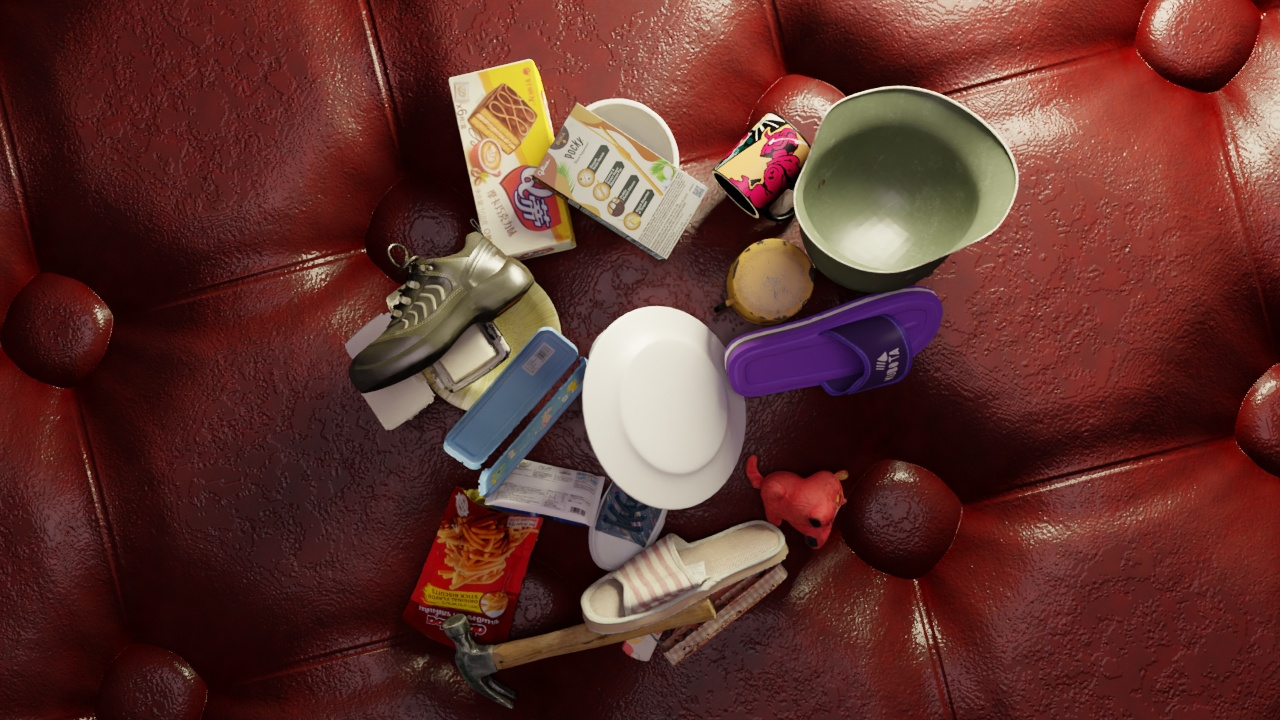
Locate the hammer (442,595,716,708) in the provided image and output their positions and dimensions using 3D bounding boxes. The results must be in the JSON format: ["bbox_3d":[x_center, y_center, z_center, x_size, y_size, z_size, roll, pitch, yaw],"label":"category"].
[{"bbox_3d":[-0.069,0.339,1.120,0.331,0.033,0.132,-16,103,12],"label":"hammer"}]

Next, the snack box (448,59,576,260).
[{"bbox_3d":[-0.156,-0.244,1.141,0.110,0.061,0.230,-12,90,1],"label":"snack box"}]

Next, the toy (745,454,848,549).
[{"bbox_3d":[0.193,0.159,1.140,0.133,0.088,0.093,34,58,20],"label":"toy"}]

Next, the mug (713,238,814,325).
[{"bbox_3d":[0.146,-0.089,1.113,0.124,0.094,0.100,-27,89,2],"label":"mug"}]

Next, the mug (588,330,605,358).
[{"bbox_3d":[-0.007,0.007,1.134,0.115,0.068,0.094,27,91,2],"label":"mug"}]

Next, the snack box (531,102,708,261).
[{"bbox_3d":[-0.024,-0.212,1.102,0.186,0.032,0.101,31,87,-9],"label":"snack box"}]

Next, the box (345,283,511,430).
[{"bbox_3d":[-0.266,-0.017,1.119,0.187,0.058,0.144,-33,88,-1],"label":"box"}]

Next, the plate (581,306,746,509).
[{"bbox_3d":[0.038,0.053,1.084,0.242,0.016,0.242,8,76,-34],"label":"plate"}]

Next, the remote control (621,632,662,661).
[{"bbox_3d":[0.017,0.321,1.161,0.038,0.018,0.125,24,93,-2],"label":"remote control"}]

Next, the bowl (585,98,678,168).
[{"bbox_3d":[-0.029,-0.245,1.141,0.149,0.043,0.149,0,92,-9],"label":"bowl"}]

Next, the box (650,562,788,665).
[{"bbox_3d":[0.095,0.296,1.132,0.187,0.056,0.071,-37,72,-4],"label":"box"}]

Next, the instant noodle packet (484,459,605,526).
[{"bbox_3d":[-0.117,0.161,1.136,0.134,0.086,0.026,11,126,2],"label":"instant noodle packet"}]

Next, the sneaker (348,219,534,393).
[{"bbox_3d":[-0.253,-0.076,1.046,0.237,0.101,0.143,-38,93,-14],"label":"sneaker"}]

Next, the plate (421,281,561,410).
[{"bbox_3d":[-0.189,-0.027,1.157,0.184,0.036,0.184,0,91,3],"label":"plate"}]

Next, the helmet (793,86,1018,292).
[{"bbox_3d":[0.281,-0.171,1.065,0.267,0.154,0.227,-37,71,-25],"label":"helmet"}]

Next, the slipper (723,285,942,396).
[{"bbox_3d":[0.238,-0.001,1.090,0.266,0.084,0.107,-14,129,1],"label":"slipper"}]

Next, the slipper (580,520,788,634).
[{"bbox_3d":[0.052,0.247,1.093,0.262,0.115,0.052,-19,113,-14],"label":"slipper"}]

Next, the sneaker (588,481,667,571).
[{"bbox_3d":[0.002,0.154,1.130,0.087,0.079,0.235,20,91,2],"label":"sneaker"}]

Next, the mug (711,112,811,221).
[{"bbox_3d":[0.161,-0.226,1.126,0.098,0.082,0.118,-45,116,2],"label":"mug"}]

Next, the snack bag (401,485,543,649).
[{"bbox_3d":[-0.209,0.270,1.163,0.139,0.066,0.208,20,101,-3],"label":"snack bag"}]

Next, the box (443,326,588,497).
[{"bbox_3d":[-0.152,0.061,1.101,0.073,0.085,0.209,35,103,-26],"label":"box"}]
